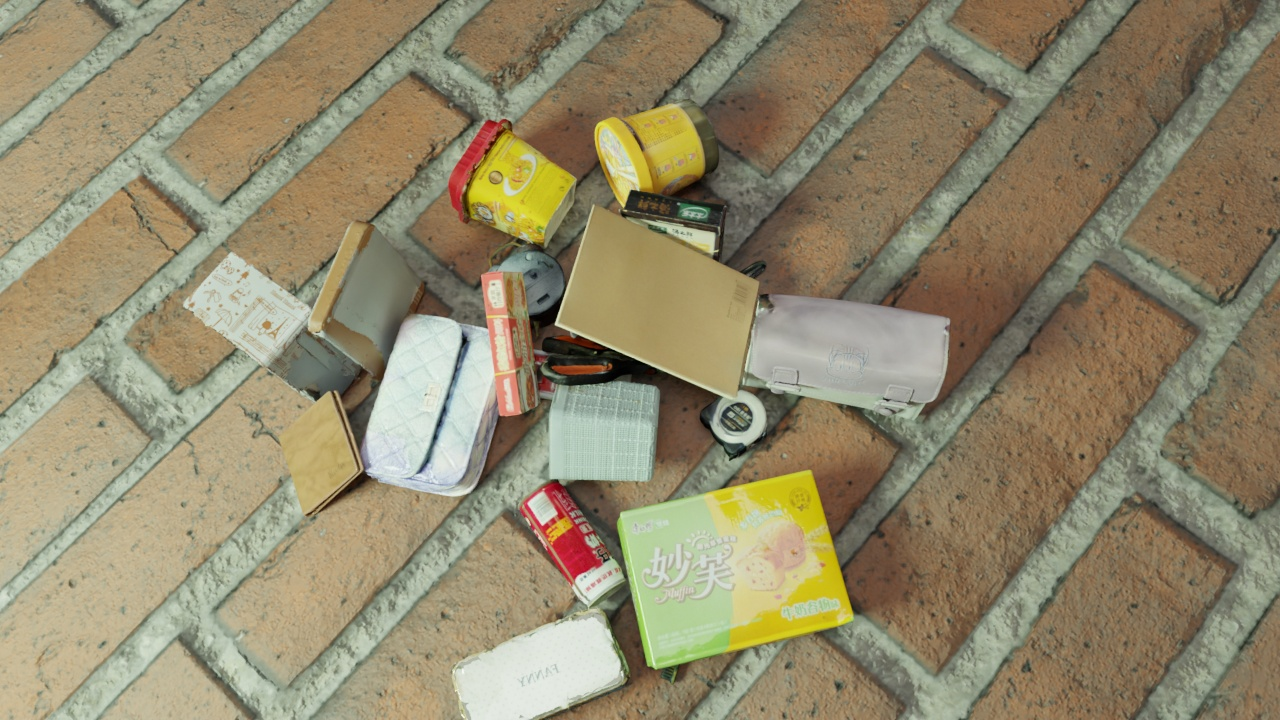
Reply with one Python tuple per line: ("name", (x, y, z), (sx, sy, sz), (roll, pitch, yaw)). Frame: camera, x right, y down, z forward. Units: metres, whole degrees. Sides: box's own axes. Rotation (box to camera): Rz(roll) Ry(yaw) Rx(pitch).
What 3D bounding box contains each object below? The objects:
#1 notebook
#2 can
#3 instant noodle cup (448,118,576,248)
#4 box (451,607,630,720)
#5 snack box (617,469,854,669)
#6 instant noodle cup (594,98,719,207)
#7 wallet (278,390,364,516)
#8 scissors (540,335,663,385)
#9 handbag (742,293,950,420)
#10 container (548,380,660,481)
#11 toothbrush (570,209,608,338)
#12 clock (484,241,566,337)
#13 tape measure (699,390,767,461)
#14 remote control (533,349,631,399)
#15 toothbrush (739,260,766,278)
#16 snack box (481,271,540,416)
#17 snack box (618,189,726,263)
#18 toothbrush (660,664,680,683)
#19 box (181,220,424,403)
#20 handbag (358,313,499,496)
("notebook", (0.026, -0.063, 0.982), (0.211, 0.012, 0.149), (23, 65, -17))
("can", (-0.072, 0.193, 0.972), (0.053, 0.053, 0.132), (-35, 72, -9))
("instant noodle cup", (-0.148, -0.203, 1.092), (0.123, 0.116, 0.116), (30, 75, 1))
("box", (-0.106, 0.321, 0.929), (0.184, 0.060, 0.089), (-20, 70, -1))
("snack box", (0.093, 0.212, 0.936), (0.210, 0.070, 0.157), (-12, 74, -6))
("instant noodle cup", (0.022, -0.247, 1.093), (0.114, 0.119, 0.118), (-27, 71, -13))
("wallet", (-0.351, 0.102, 1.009), (0.116, 0.020, 0.101), (-38, 68, 31))
("scissors", (-0.013, -0.002, 1.022), (0.221, 0.022, 0.211), (-9, 24, -38))
("handbag", (0.214, -0.006, 0.977), (0.197, 0.145, 0.098), (10, 69, 8))
("container", (-0.037, 0.074, 0.982), (0.111, 0.090, 0.089), (5, 33, 2))
("toothbrush", (-0.059, -0.105, 1.082), (0.016, 0.016, 0.179), (-3, 60, 26))
("clock", (-0.133, -0.091, 1.075), (0.082, 0.055, 0.122), (-37, 72, -8))
("tape measure", (0.107, 0.068, 1.017), (0.066, 0.033, 0.065), (-34, 74, -6))
("remote control", (-0.079, 0.021, 1.051), (0.136, 0.020, 0.055), (8, 71, 7))
("toothbrush", (0.074, -0.068, 1.076), (0.181, 0.018, 0.015), (-33, 69, -9))
("snack box", (-0.140, -0.020, 0.999), (0.025, 0.075, 0.153), (-7, 93, 10))
("snack box", (0.037, -0.142, 1.042), (0.113, 0.126, 0.053), (11, 60, 7))
("toothbrush", (0.057, 0.246, 0.968), (0.017, 0.012, 0.185), (17, 73, 8))
("box", (-0.351, -0.066, 1.013), (0.157, 0.183, 0.193), (32, 75, 13))
("handbag", (-0.228, 0.047, 1.021), (0.134, 0.075, 0.193), (9, 71, 12))
